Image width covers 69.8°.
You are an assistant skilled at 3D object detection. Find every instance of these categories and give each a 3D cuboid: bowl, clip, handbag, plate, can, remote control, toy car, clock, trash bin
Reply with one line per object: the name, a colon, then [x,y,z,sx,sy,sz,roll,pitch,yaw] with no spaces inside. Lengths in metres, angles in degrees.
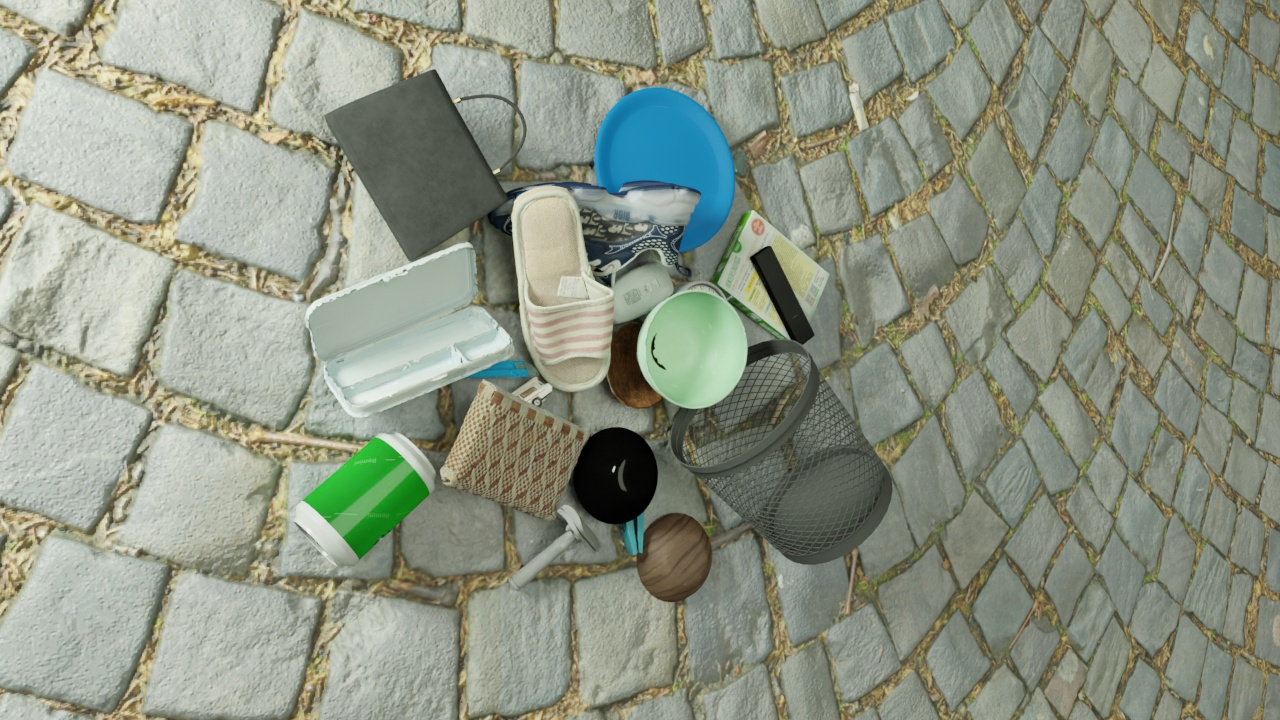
bowl: [0.054,0.266,1.230,0.119,0.032,0.119,2,86,-31]
clip: [-0.006,0.178,1.206,0.120,0.033,0.122,-44,109,-29]
bowl: [-0.017,0.145,1.155,0.124,0.053,0.124,3,84,-30]
bowl: [-0.007,0.007,1.213,0.101,0.026,0.114,6,83,-31]
handbag: [-0.148,0.110,1.080,0.185,0.047,0.124,32,80,-48]
plate: [0.032,-0.258,1.253,0.224,0.024,0.224,2,86,-30]
handbag: [-0.221,-0.238,1.040,0.195,0.072,0.176,-31,104,-11]
can: [-0.297,0.149,0.994,0.139,0.088,0.088,-44,109,-25]
remote control: [0.204,-0.091,1.320,0.034,0.013,0.150,-35,103,-27]
toy car: [-0.159,0.061,1.114,0.112,0.039,0.039,-34,83,-27]
bowl: [0.056,-0.015,1.186,0.150,0.077,0.151,-1,93,-26]
clock: [0.073,-0.054,1.260,0.094,0.035,0.122,35,69,-24]
trash bin: [0.195,0.128,1.223,0.227,0.218,0.217,47,65,-24]
remote control: [-0.007,-0.089,1.217,0.114,0.028,0.060,-35,105,-30]

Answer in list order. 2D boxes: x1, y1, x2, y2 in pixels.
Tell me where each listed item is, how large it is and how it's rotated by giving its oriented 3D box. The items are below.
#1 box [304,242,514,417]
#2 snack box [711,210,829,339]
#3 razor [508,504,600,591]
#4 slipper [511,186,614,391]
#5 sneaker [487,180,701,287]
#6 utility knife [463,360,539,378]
box: [-0.249,-0.029,1.014,0.210,0.105,0.129,-29,143,-26]
snack box: [0.192,-0.117,1.339,0.168,0.027,0.131,35,70,-24]
razor: [-0.111,0.237,1.121,0.116,0.047,0.088,-39,148,-9]
slipper: [-0.090,-0.077,1.100,0.115,0.052,0.263,-14,116,-10]
sneaker: [-0.055,-0.156,1.151,0.269,0.103,0.132,-3,107,-17]
utility knife: [-0.225,0.013,1.081,0.220,0.031,0.015,-4,130,-28]
